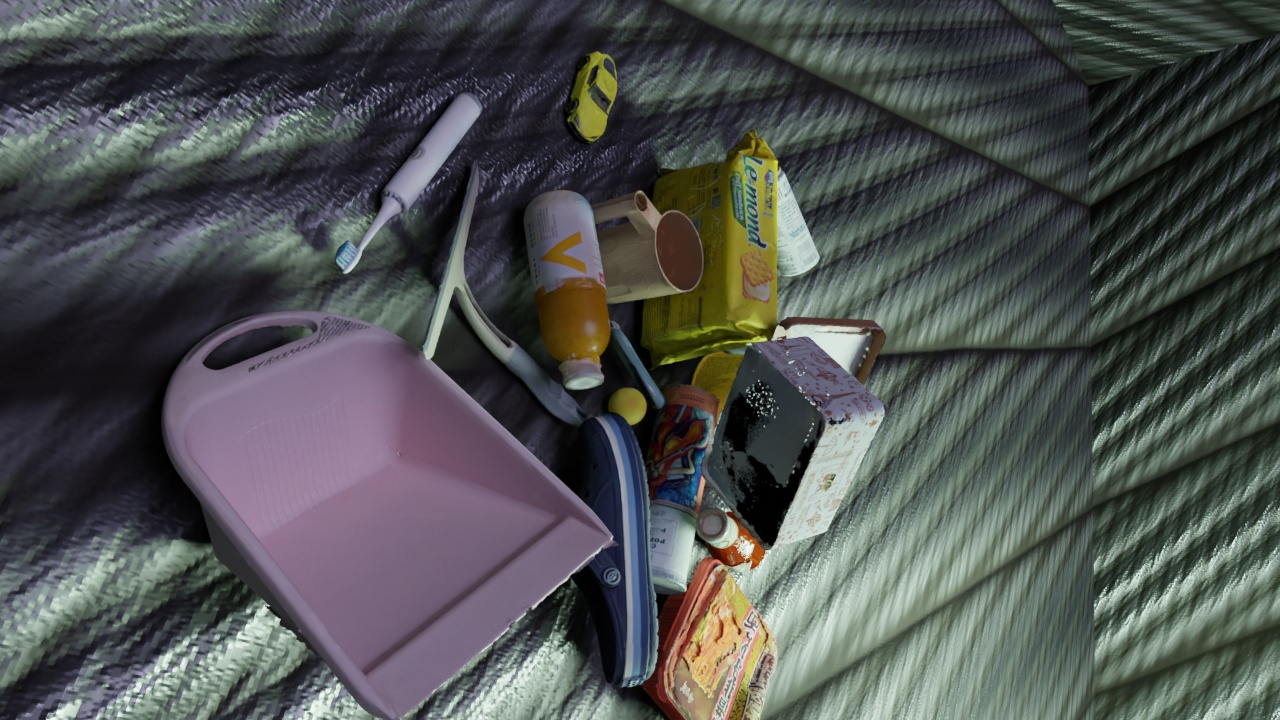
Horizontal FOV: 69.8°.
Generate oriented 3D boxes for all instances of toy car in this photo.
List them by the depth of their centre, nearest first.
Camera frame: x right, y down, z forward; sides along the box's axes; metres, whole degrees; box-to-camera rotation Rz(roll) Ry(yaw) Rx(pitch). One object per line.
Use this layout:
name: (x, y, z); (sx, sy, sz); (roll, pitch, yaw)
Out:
toy car: (-0.048, -0.282, 0.981); (0.048, 0.032, 0.105); (36, 58, -43)

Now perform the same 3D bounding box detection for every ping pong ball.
ping pong ball: (-0.014, 0.048, 0.958); (0.040, 0.040, 0.040); (13, 74, -50)

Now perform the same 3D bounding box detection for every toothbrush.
toothbrush: (-0.195, -0.153, 0.776); (0.026, 0.027, 0.220); (56, 45, -37)

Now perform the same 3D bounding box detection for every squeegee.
squeegee: (-0.119, -0.014, 0.838); (0.245, 0.039, 0.246); (-88, 153, -44)

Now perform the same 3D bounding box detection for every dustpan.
dustpan: (-0.179, 0.072, 0.615); (0.221, 0.274, 0.139); (-35, 136, -52)

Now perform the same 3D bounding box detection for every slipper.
slipper: (-0.040, 0.177, 0.866); (0.095, 0.105, 0.252); (-2, 71, -17)

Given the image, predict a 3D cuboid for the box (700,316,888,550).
box: (0.183, 0.068, 0.938); (0.193, 0.157, 0.183); (-7, 130, -31)

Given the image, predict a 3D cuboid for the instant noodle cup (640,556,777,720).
instant noodle cup: (0.068, 0.322, 0.982); (0.189, 0.079, 0.164); (58, 44, -30)

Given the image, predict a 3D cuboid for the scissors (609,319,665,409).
scissors: (-0.006, 0.005, 0.934); (0.170, 0.019, 0.178); (57, 1, 38)

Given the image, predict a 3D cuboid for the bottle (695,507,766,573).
bottle: (0.097, 0.193, 1.002); (0.206, 0.060, 0.059); (49, 44, -67)

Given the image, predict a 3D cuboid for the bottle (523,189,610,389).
bottle: (-0.067, -0.066, 0.861); (0.068, 0.068, 0.189); (14, 60, -50)

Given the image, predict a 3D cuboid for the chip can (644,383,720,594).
chip can: (0.034, 0.134, 0.979); (0.071, 0.071, 0.214); (39, 54, -41)

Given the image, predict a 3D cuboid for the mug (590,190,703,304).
mug: (-0.011, -0.116, 0.939); (0.124, 0.104, 0.084); (46, 50, -37)

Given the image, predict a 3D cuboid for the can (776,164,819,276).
can: (0.191, -0.189, 1.248); (0.058, 0.058, 0.147); (-53, 124, -42)

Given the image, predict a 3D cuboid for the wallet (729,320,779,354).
wallet: (0.139, -0.029, 1.120); (0.120, 0.097, 0.019); (35, 61, -43)

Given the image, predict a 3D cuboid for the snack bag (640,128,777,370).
snack bag: (0.071, -0.118, 1.002); (0.068, 0.158, 0.246); (17, 70, -42)

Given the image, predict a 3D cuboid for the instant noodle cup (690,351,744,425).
instant noodle cup: (0.142, 0.051, 1.100); (0.137, 0.110, 0.138); (12, 75, -51)
